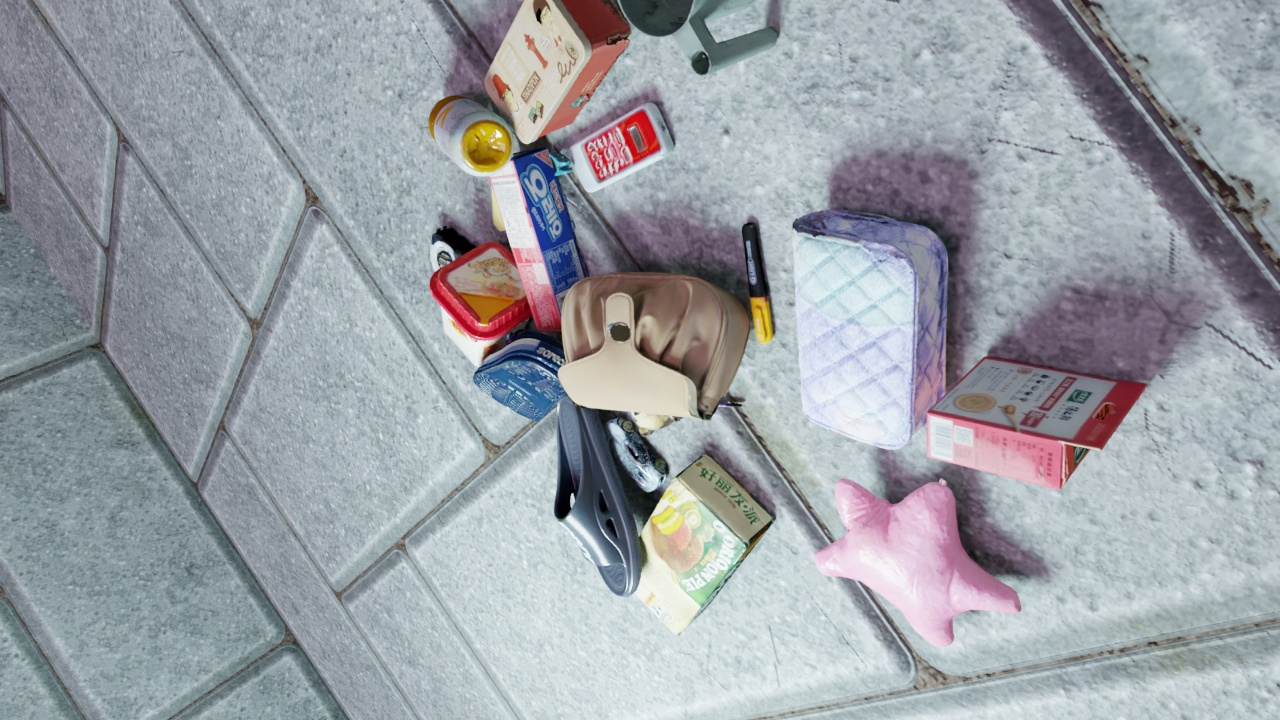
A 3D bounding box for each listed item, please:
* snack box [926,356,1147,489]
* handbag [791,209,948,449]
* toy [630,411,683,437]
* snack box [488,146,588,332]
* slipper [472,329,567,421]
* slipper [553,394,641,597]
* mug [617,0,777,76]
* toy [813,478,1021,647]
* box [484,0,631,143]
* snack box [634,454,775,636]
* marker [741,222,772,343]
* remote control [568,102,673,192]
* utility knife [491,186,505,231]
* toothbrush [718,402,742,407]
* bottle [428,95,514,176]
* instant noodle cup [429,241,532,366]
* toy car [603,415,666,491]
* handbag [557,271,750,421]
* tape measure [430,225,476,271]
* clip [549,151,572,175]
[{"bbox_3d":[0.303,0.047,0.704,0.127,0.113,0.044,13,122,40],"label":"snack box"},{"bbox_3d":[0.196,-0.027,0.798,0.134,0.075,0.194,20,126,42],"label":"handbag"},{"bbox_3d":[-0.006,0.006,1.032,0.105,0.066,0.157,-33,78,35],"label":"toy"},{"bbox_3d":[-0.113,-0.138,1.054,0.058,0.057,0.207,6,118,47],"label":"snack box"},{"bbox_3d":[-0.131,0.005,1.117,0.105,0.095,0.253,35,160,-8],"label":"slipper"},{"bbox_3d":[-0.075,0.169,1.146,0.111,0.083,0.268,-25,79,63],"label":"slipper"},{"bbox_3d":[0.053,-0.297,0.746,0.084,0.103,0.124,-27,95,50],"label":"mug"},{"bbox_3d":[0.264,0.185,0.866,0.195,0.074,0.179,30,131,24],"label":"toy"},{"bbox_3d":[-0.081,-0.302,0.911,0.091,0.079,0.169,56,146,1],"label":"box"},{"bbox_3d":[0.060,0.228,1.108,0.114,0.063,0.241,42,138,17],"label":"snack box"},{"bbox_3d":[0.113,-0.074,0.896,0.018,0.015,0.124,7,117,38],"label":"marker"},{"bbox_3d":[-0.023,-0.216,0.940,0.136,0.020,0.056,-13,105,49],"label":"remote control"},{"bbox_3d":[-0.169,-0.220,1.091,0.031,0.018,0.152,34,133,30],"label":"utility knife"},{"bbox_3d":[0.042,0.045,1.048,0.189,0.014,0.017,1,102,45],"label":"toothbrush"},{"bbox_3d":[-0.194,-0.254,1.016,0.189,0.068,0.068,-135,34,-57],"label":"bottle"},{"bbox_3d":[-0.194,-0.064,1.151,0.116,0.116,0.124,46,151,14],"label":"instant noodle cup"},{"bbox_3d":[-0.011,0.116,1.133,0.105,0.031,0.049,50,139,10],"label":"toy car"},{"bbox_3d":[0.004,-0.018,0.942,0.205,0.099,0.147,3,86,35],"label":"handbag"},{"bbox_3d":[-0.247,-0.134,1.211,0.066,0.033,0.066,40,135,23],"label":"tape measure"},{"bbox_3d":[-0.086,-0.213,0.997,0.055,0.013,0.038,-144,36,-66],"label":"clip"}]
